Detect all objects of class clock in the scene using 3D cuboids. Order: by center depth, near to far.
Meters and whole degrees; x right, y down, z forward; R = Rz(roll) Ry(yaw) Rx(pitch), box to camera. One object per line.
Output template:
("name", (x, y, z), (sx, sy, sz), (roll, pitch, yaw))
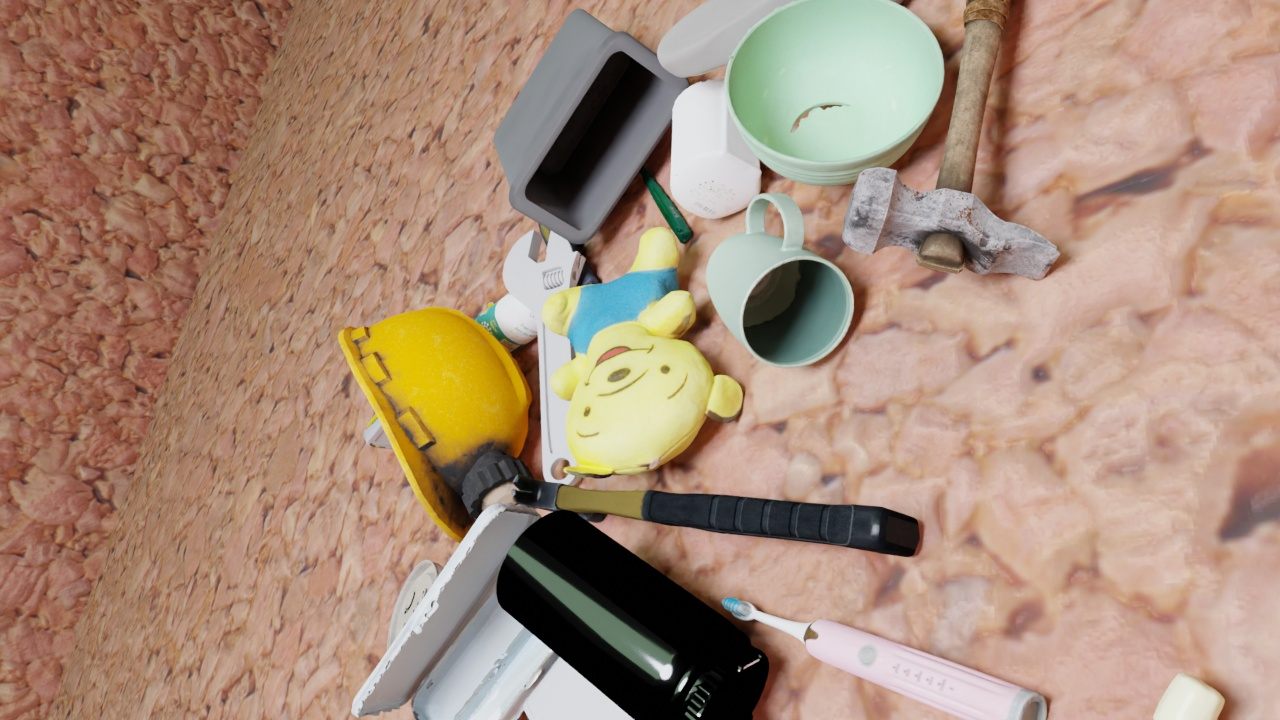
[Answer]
("clock", (-0.188, 0.257, 0.867), (0.103, 0.061, 0.157), (-63, 28, 6))

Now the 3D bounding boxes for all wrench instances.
("wrench", (-0.091, -0.007, 0.882), (0.087, 0.018, 0.272), (-14, 65, 22))
("wrench", (-0.064, -0.088, 0.945), (0.073, 0.022, 0.273), (-57, 36, 22))

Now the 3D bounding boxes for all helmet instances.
("helmet", (-0.178, 0.037, 0.901), (0.131, 0.205, 0.255), (-33, 55, -3))

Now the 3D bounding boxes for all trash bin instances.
("trash bin", (-0.063, -0.251, 0.952), (0.192, 0.097, 0.219), (-54, 27, 15))

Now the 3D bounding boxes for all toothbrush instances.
("toothbrush", (0.126, 0.172, 0.539), (0.223, 0.026, 0.027), (4, 61, 53))
("toothbrush", (0.012, -0.169, 0.900), (0.016, 0.017, 0.189), (-49, 38, 19))

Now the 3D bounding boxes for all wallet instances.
("wallet", (-0.035, 0.268, 0.659), (0.115, 0.037, 0.118), (-53, 49, 6))

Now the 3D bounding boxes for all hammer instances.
("hammer", (0.221, -0.194, 0.598), (0.049, 0.121, 0.318), (84, -158, -66))
("hammer", (0.031, 0.105, 0.646), (0.334, 0.117, 0.025), (-4, 71, 46))

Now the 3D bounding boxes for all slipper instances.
("slipper", (0.144, -0.286, 0.736), (0.266, 0.080, 0.112), (-29, 28, 9))

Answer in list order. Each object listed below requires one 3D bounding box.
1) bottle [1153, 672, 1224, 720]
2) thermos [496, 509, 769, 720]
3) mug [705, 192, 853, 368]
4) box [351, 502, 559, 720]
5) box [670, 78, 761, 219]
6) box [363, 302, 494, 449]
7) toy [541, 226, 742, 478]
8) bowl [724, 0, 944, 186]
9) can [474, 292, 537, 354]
("bottle", (0.200, 0.220, 0.399), (0.045, 0.045, 0.184), (31, 95, 55))
("thermos", (0.000, 0.185, 0.610), (0.199, 0.086, 0.086), (28, 92, 35))
("mug", (0.094, -0.065, 0.662), (0.104, 0.084, 0.111), (-123, 31, -62))
("box", (-0.139, 0.213, 0.731), (0.215, 0.127, 0.106), (-53, 44, -4))
("box", (0.071, -0.209, 0.802), (0.093, 0.083, 0.165), (-40, 40, 46))
("box", (-0.238, 0.024, 1.078), (0.210, 0.057, 0.117), (-47, 1, 26))
("toy", (-0.004, 0.004, 0.754), (0.149, 0.084, 0.213), (-29, 47, 14))
("bowl", (0.140, -0.186, 0.671), (0.151, 0.077, 0.150), (-4, 67, 9))
("can", (-0.132, -0.043, 0.978), (0.102, 0.055, 0.054), (-31, 47, 39))
